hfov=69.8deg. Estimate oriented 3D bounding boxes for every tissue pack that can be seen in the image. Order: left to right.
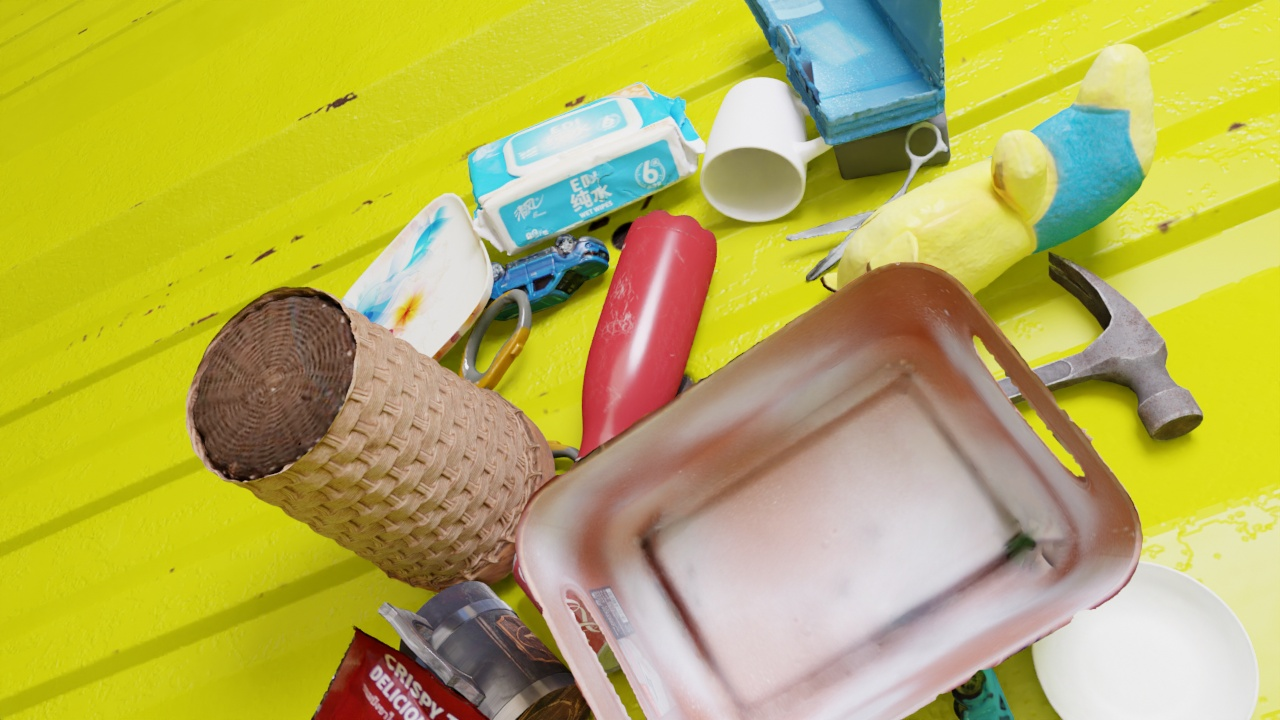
[{"bbox_3d":[-0.048,-0.168,0.784,0.209,0.066,0.117,-22,38,1],"label":"tissue pack"}]

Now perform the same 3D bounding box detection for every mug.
[{"bbox_3d":[-0.103,0.196,0.575,0.107,0.116,0.080,36,82,37],"label":"mug"},{"bbox_3d":[0.107,-0.174,0.722,0.114,0.081,0.087,-15,48,35],"label":"mug"}]

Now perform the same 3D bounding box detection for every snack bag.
[{"bbox_3d":[-0.163,0.270,0.539,0.139,0.066,0.208,36,106,19],"label":"snack bag"}]

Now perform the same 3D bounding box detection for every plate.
[{"bbox_3d":[-0.200,-0.046,0.792,0.187,0.016,0.186,-44,42,12],"label":"plate"},{"bbox_3d":[0.265,0.160,0.487,0.104,0.026,0.104,-12,57,19],"label":"plate"}]

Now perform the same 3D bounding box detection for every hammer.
[{"bbox_3d":[0.170,0.032,0.603,0.315,0.035,0.137,-20,55,12],"label":"hammer"}]

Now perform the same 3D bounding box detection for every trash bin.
[{"bbox_3d":[-0.167,0.059,0.596,0.151,0.210,0.151,-10,63,19],"label":"trash bin"},{"bbox_3d":[0.096,0.096,0.495,0.260,0.157,0.181,-35,71,7],"label":"trash bin"}]

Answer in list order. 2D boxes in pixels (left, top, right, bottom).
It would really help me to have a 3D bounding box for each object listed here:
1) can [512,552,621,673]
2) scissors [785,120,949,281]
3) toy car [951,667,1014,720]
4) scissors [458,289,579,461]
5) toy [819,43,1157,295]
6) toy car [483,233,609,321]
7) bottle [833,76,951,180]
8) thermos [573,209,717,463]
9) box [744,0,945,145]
[{"bbox_3d":[-0.040,0.157,0.609,0.054,0.054,0.096,-44,53,-6],"label":"can"},{"bbox_3d":[0.195,-0.102,0.678,0.147,0.014,0.142,30,101,8],"label":"scissors"},{"bbox_3d":[0.183,0.209,0.482,0.032,0.048,0.105,-4,58,18],"label":"toy car"},{"bbox_3d":[-0.121,0.057,0.715,0.229,0.016,0.225,28,86,27],"label":"scissors"},{"bbox_3d":[0.222,-0.092,0.591,0.214,0.149,0.084,-32,75,9],"label":"toy"},{"bbox_3d":[-0.081,-0.068,0.766,0.120,0.056,0.043,-21,76,18],"label":"toy car"},{"bbox_3d":[0.199,-0.232,0.741,0.084,0.046,0.173,-6,59,21],"label":"bottle"},{"bbox_3d":[-0.004,0.004,0.673,0.073,0.073,0.239,5,63,26],"label":"thermos"},{"bbox_3d":[0.143,-0.278,0.686,0.094,0.112,0.231,-15,49,2],"label":"box"}]
